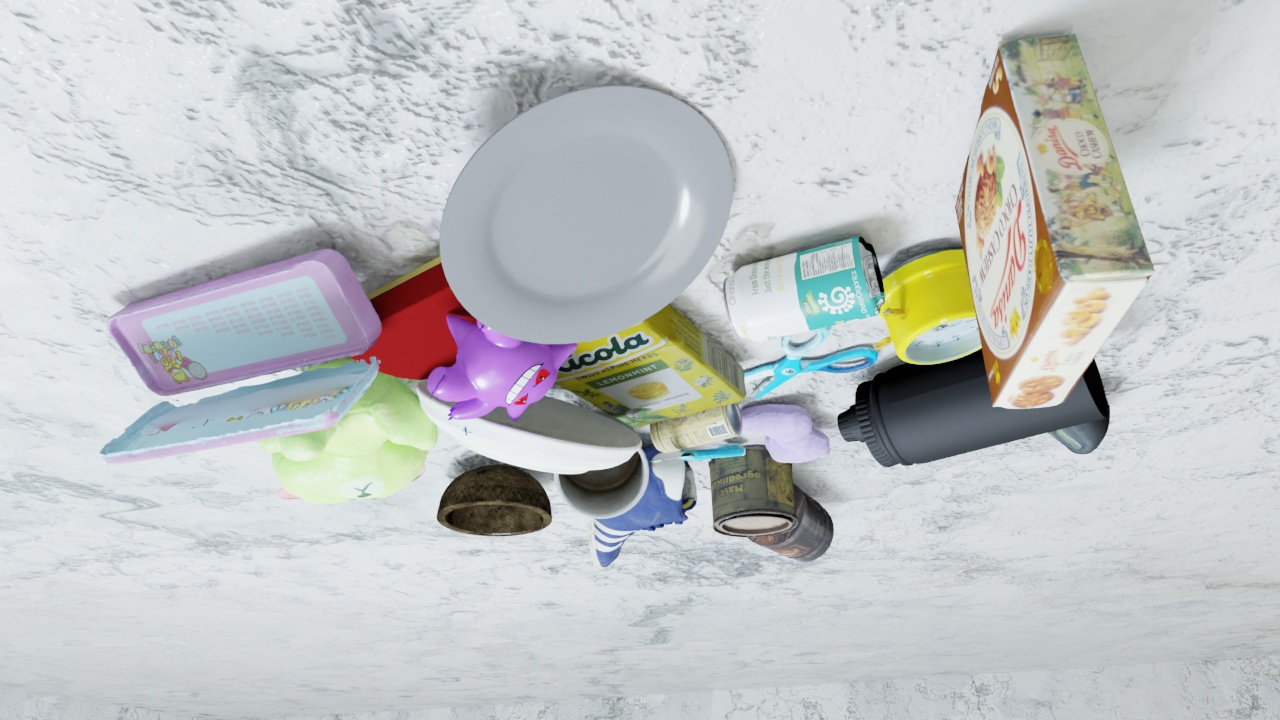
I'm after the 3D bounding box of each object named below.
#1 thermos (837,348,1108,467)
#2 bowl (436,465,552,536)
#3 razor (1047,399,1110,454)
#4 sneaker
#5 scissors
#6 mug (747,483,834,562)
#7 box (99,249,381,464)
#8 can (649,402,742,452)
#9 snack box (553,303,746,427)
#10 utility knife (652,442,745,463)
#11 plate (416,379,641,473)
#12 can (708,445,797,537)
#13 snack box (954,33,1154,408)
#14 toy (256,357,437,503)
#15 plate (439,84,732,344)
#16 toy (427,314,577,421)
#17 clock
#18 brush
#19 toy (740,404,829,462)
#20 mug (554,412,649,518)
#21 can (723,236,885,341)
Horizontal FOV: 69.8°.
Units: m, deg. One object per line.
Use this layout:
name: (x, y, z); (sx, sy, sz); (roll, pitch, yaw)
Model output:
thermos: (0.265, 0.033, 0.758); (0.199, 0.086, 0.086); (-21, 147, 33)
bowl: (-0.155, 0.145, 0.985); (0.121, 0.056, 0.121); (-1, 153, -1)
razor: (0.373, 0.039, 0.825); (0.151, 0.053, 0.067); (28, 158, -35)
sneaker: (0.001, 0.155, 0.989); (0.118, 0.091, 0.233); (-5, 145, 1)
scissors: (0.139, 0.007, 0.784); (0.118, 0.013, 0.140); (10, 148, -21)
mug: (0.156, 0.182, 1.070); (0.116, 0.080, 0.107); (15, 167, 36)
box: (-0.286, 0.002, 0.618); (0.215, 0.091, 0.090); (-10, 118, 23)
can: (0.051, 0.060, 0.851); (0.080, 0.038, 0.038); (-16, 150, 26)
snack box: (-0.004, 0.004, 0.732); (0.121, 0.045, 0.181); (-17, 149, 28)
utility knife: (0.053, 0.090, 0.878); (0.022, 0.015, 0.166); (-8, 174, 35)
plate: (-0.091, 0.055, 0.729); (0.182, 0.034, 0.182); (16, -175, -2)
can: (0.119, 0.141, 0.974); (0.090, 0.074, 0.090); (-1, 153, -1)
snack box: (0.211, -0.068, 0.493); (0.041, 0.146, 0.143); (-4, 153, 6)
toy: (-0.248, 0.062, 0.783); (0.150, 0.107, 0.197); (-7, 166, -26)
plate: (-0.030, -0.081, 0.539); (0.178, 0.012, 0.179); (-15, 137, -14)
toy: (-0.092, 0.001, 0.615); (0.088, 0.056, 0.106); (31, 104, -39)
clock: (0.224, -0.040, 0.648); (0.119, 0.057, 0.083); (-11, 153, 0)
brush: (-0.133, -0.037, 0.648); (0.174, 0.041, 0.082); (-21, 147, 32)
toy: (0.136, 0.069, 0.880); (0.080, 0.036, 0.100); (-3, 150, 25)
mug: (-0.049, 0.087, 0.840); (0.113, 0.084, 0.070); (29, -171, -10)
can: (0.112, -0.047, 0.628); (0.102, 0.054, 0.055); (-13, 151, 21)
